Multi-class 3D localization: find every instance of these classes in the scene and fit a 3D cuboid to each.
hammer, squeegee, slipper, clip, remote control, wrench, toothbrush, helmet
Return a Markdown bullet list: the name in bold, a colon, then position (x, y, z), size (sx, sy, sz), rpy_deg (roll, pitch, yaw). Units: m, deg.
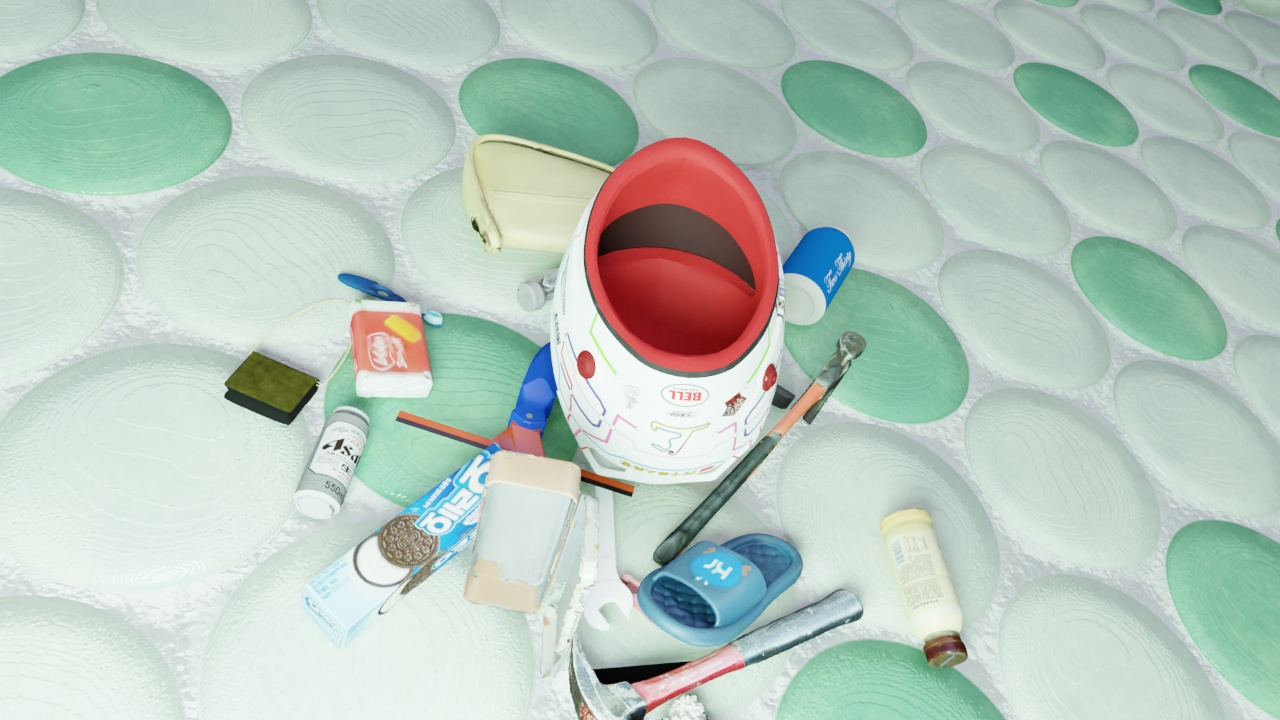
- **hammer**: position (0.126, 0.100, 0.988), size (0.033, 0.133, 0.332), rpy_deg (41, 58, 13)
- **hammer**: position (-0.006, 0.006, 1.066), size (0.126, 0.036, 0.315), rpy_deg (-23, 63, -36)
- **squeegee**: position (-0.110, 0.035, 0.987), size (0.249, 0.055, 0.184), rpy_deg (18, 36, -4)
- **slipper**: position (0.079, 0.205, 0.879), size (0.104, 0.059, 0.213), rpy_deg (24, 25, 35)
- **clip**: position (-0.002, 0.232, 0.882), size (0.058, 0.022, 0.037), rpy_deg (31, 51, 15)
- **hammer**: position (0.081, 0.268, 0.852), size (0.325, 0.036, 0.140), rpy_deg (-10, 30, -35)
- **remote control**: position (0.124, 0.021, 1.094), size (0.125, 0.039, 0.010), rpy_deg (29, 52, 4)
- **wrench**: position (-0.037, 0.146, 0.935), size (0.047, 0.009, 0.272), rpy_deg (-3, 48, -2)
- **toothbrush**: position (-0.283, -0.071, 1.039), size (0.132, 0.016, 0.021), rpy_deg (25, 44, 1)
- **helmet**: position (0.025, -0.032, 0.925), size (0.231, 0.236, 0.313), rpy_deg (4, 65, -7)

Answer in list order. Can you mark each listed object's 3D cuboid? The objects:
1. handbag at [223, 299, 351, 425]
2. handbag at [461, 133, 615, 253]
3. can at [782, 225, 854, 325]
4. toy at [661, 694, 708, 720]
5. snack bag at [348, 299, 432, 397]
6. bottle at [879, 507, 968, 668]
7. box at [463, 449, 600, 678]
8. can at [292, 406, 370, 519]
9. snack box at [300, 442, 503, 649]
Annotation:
- **handbag**: position (-0.354, -0.009, 0.961), size (0.084, 0.028, 0.177), rpy_deg (24, 42, -2)
- **handbag**: position (-0.110, -0.187, 1.154), size (0.232, 0.089, 0.190), rpy_deg (7, 51, -10)
- **can**: position (0.229, -0.115, 1.221), size (0.079, 0.079, 0.145), rpy_deg (32, 48, 8)
- **toy**: position (0.041, 0.350, 0.784), size (0.096, 0.041, 0.108), rpy_deg (41, 54, 15)
- **snack bag**: position (-0.267, -0.013, 0.978), size (0.077, 0.036, 0.115), rpy_deg (2, 50, -27)
- **bottle**: position (0.299, 0.237, 0.962), size (0.056, 0.057, 0.161), rpy_deg (6, 50, -16)
- **box**: position (-0.096, 0.175, 0.762), size (0.105, 0.217, 0.096), rpy_deg (16, 48, -3)
- **can**: position (-0.292, 0.096, 0.874), size (0.044, 0.044, 0.106), rpy_deg (15, 48, -8)
- **snack box**: position (-0.200, 0.164, 0.840), size (0.059, 0.059, 0.225), rpy_deg (42, 49, 12)
